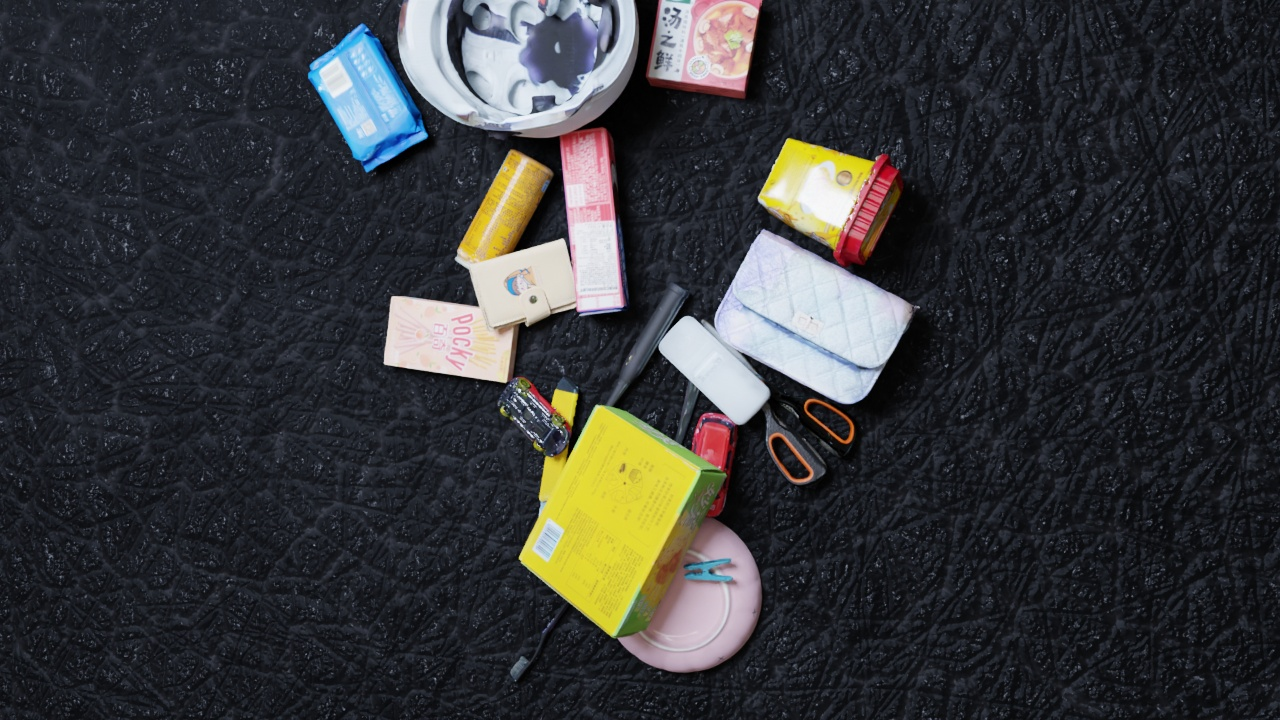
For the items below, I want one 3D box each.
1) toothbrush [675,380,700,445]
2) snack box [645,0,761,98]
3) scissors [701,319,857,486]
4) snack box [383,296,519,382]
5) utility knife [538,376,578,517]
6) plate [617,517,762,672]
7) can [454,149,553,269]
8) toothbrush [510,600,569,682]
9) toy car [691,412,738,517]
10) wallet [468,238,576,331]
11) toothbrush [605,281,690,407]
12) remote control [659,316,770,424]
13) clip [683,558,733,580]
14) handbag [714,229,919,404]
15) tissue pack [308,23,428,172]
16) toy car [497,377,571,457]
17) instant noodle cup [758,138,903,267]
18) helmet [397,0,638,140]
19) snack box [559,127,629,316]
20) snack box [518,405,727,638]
[{"bbox_3d":[0.047,0.086,1.069,0.016,0.018,0.181,16,94,11],"label":"toothbrush"},{"bbox_3d":[0.073,-0.368,1.029,0.113,0.044,0.127,10,94,9],"label":"snack box"},{"bbox_3d":[0.155,0.033,1.052,0.162,0.021,0.233,-20,83,3],"label":"scissors"},{"bbox_3d":[-0.226,-0.026,1.102,0.157,0.026,0.084,8,94,9],"label":"snack box"},{"bbox_3d":[-0.103,0.121,1.094,0.033,0.015,0.207,13,95,29],"label":"utility knife"},{"bbox_3d":[0.044,0.273,1.066,0.192,0.039,0.192,0,92,9],"label":"plate"},{"bbox_3d":[-0.159,-0.169,1.069,0.058,0.058,0.146,30,97,7],"label":"can"},{"bbox_3d":[-0.103,0.311,1.105,0.017,0.014,0.189,36,97,18],"label":"toothbrush"},{"bbox_3d":[0.079,0.121,1.051,0.053,0.045,0.120,10,96,10],"label":"toy car"},{"bbox_3d":[-0.132,-0.084,1.060,0.115,0.024,0.087,-19,108,-18],"label":"wallet"},{"bbox_3d":[-0.006,0.006,1.070,0.213,0.027,0.026,-60,39,8],"label":"toothbrush"},{"bbox_3d":[0.084,0.011,1.042,0.136,0.020,0.056,44,98,11],"label":"remote control"},{"bbox_3d":[0.076,0.237,1.031,0.056,0.014,0.040,-6,91,10],"label":"clip"},{"bbox_3d":[0.188,-0.044,1.009,0.194,0.075,0.134,28,91,6],"label":"handbag"},{"bbox_3d":[-0.323,-0.310,1.092,0.095,0.052,0.157,-30,87,11],"label":"tissue pack"},{"bbox_3d":[-0.122,0.067,1.079,0.106,0.031,0.049,44,114,20],"label":"toy car"},{"bbox_3d":[0.203,-0.176,0.989,0.124,0.116,0.116,28,97,18],"label":"instant noodle cup"},{"bbox_3d":[-0.118,-0.351,1.010,0.259,0.145,0.229,-4,89,17],"label":"helmet"},{"bbox_3d":[-0.053,-0.156,1.053,0.058,0.057,0.207,-5,92,7],"label":"snack box"},{"bbox_3d":[-0.022,0.177,1.030,0.158,0.070,0.210,31,97,31],"label":"snack box"}]
